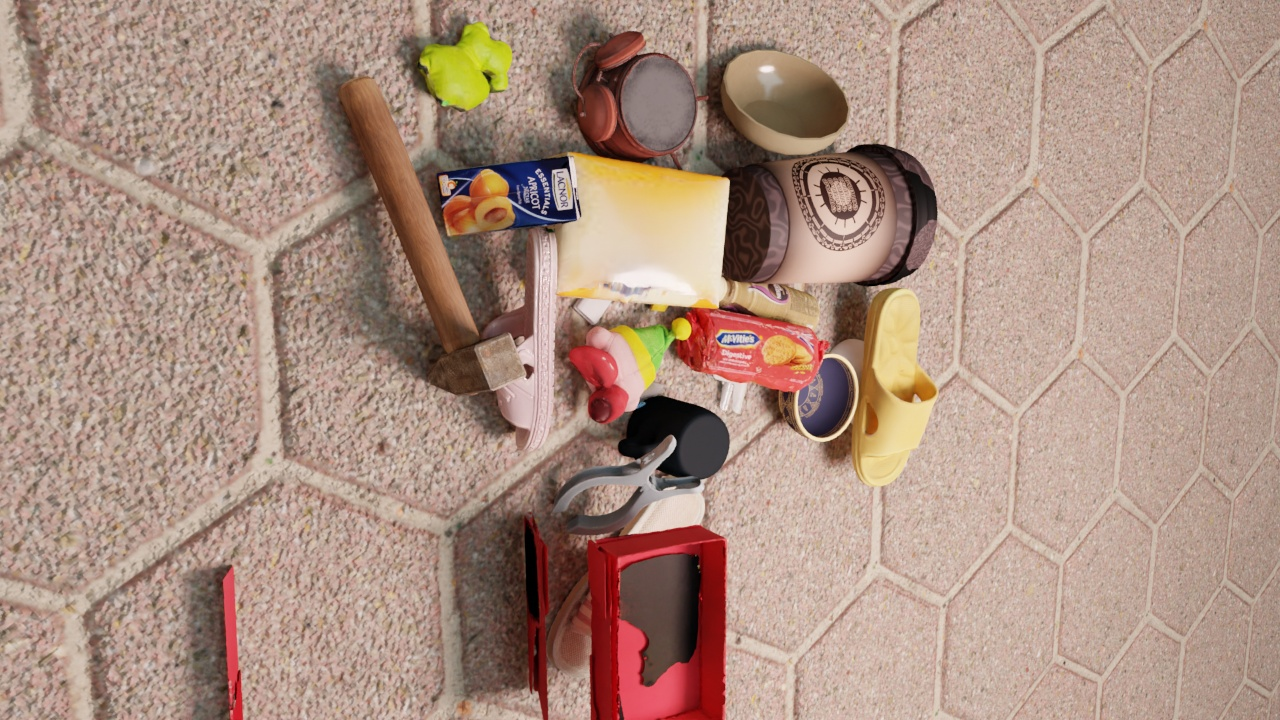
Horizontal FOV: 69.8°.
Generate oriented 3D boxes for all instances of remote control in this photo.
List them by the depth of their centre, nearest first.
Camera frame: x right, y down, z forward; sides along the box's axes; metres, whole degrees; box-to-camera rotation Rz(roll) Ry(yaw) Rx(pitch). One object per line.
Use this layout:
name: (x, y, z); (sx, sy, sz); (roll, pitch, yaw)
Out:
remote control: (-0.026, -0.100, 1.015); (0.033, 0.012, 0.130); (42, 74, -32)

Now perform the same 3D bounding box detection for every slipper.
slipper: (-0.120, -0.014, 0.895); (0.064, 0.094, 0.240); (0, 118, -15)
slipper: (-0.009, 0.251, 1.061); (0.115, 0.052, 0.262); (45, 73, -32)
slipper: (0.338, 0.038, 1.188); (0.099, 0.078, 0.263); (-5, 100, -36)

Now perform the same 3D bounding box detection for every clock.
clock: (-0.010, -0.272, 0.961); (0.157, 0.072, 0.120); (23, 84, -36)

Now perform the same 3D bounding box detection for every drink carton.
drink carton: (-0.123, -0.157, 0.879); (0.130, 0.040, 0.064); (-6, 105, 4)

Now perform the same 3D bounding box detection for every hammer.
hammer: (-0.204, -0.111, 0.838); (0.037, 0.158, 0.301); (-25, 98, -29)

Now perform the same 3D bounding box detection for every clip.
clip: (-0.010, 0.154, 1.002); (0.163, 0.028, 0.112); (-27, 116, 17)
clip: (0.111, 0.010, 1.116); (0.056, 0.056, 0.102); (19, 86, -60)

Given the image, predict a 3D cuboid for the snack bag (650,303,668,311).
snack bag: (0.027, -0.106, 1.047); (0.026, 0.020, 0.099); (4, 95, -34)

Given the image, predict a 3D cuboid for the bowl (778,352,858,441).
bowl: (0.218, 0.043, 1.179); (0.112, 0.061, 0.112); (-6, 101, -34)

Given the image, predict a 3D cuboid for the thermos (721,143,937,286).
thermos: (0.207, -0.165, 1.080); (0.225, 0.173, 0.173); (-8, 102, -27)

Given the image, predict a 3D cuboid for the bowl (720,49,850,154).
bowl: (0.161, -0.289, 1.059); (0.152, 0.051, 0.152); (8, 54, -11)

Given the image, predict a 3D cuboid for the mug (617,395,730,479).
mug: (0.030, 0.091, 1.035); (0.121, 0.095, 0.085); (-8, 102, -34)

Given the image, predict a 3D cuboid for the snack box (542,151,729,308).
snack box: (-0.003, -0.131, 0.969); (0.195, 0.081, 0.145); (3, 94, -28)

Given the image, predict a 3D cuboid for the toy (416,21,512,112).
toy: (-0.166, -0.279, 0.876); (0.094, 0.036, 0.093); (29, 76, -41)

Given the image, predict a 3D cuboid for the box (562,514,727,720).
box: (0.040, 0.285, 0.817); (0.197, 0.352, 0.217); (-3, 95, -25)

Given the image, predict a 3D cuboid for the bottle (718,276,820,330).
bottle: (0.142, -0.070, 1.108); (0.166, 0.060, 0.059); (13, 90, -34)

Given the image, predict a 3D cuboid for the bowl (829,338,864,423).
bowl: (0.299, 0.030, 1.239); (0.114, 0.051, 0.115); (-6, 101, -34)

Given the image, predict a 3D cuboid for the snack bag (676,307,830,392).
snack bag: (0.127, -0.012, 1.072); (0.176, 0.082, 0.082); (9, 93, -14)

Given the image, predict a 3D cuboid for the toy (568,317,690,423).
toy: (-0.006, 0.006, 1.005); (0.131, 0.097, 0.124); (-50, 127, -46)
